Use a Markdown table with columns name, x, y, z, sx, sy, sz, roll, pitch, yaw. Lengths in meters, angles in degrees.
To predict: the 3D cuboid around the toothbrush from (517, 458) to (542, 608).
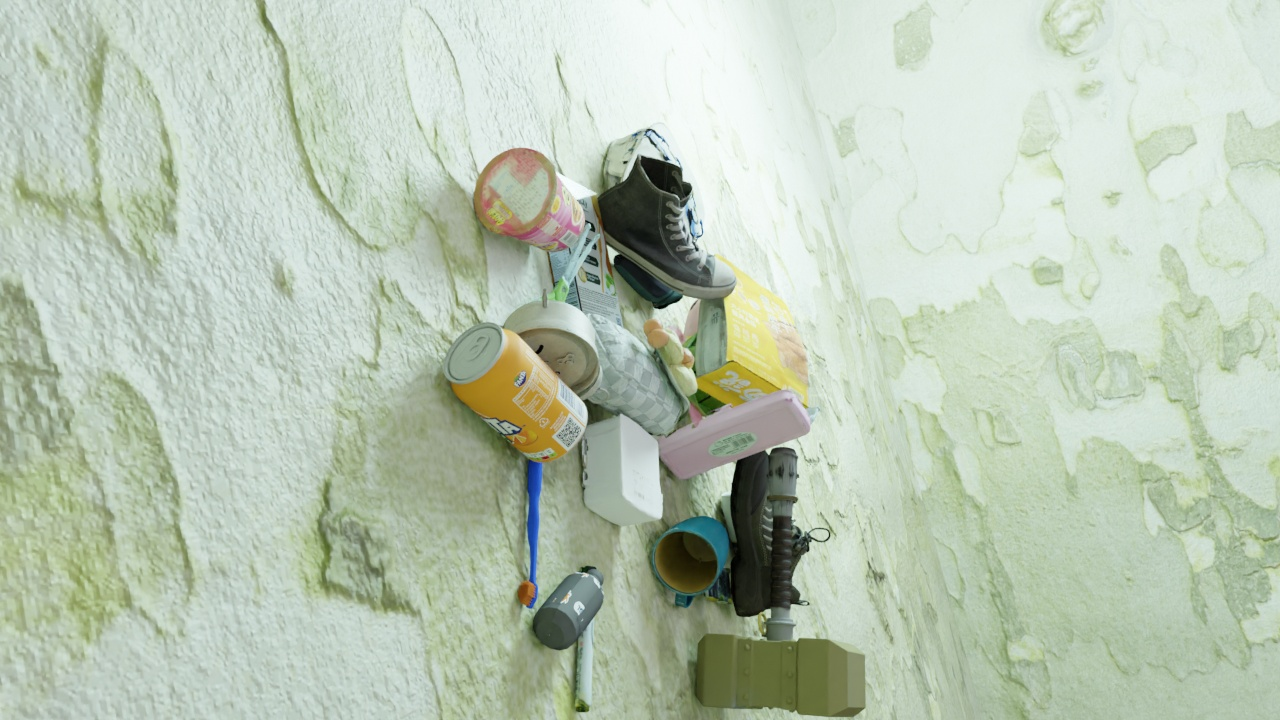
| name | x | y | z | sx | sy | sz | roll | pitch | yaw |
| --- | --- | --- | --- | --- | --- | --- | --- | --- | --- |
| toothbrush | -0.107 | 0.151 | 0.898 | 0.018 | 0.016 | 0.182 | 36 | 44 | -46 |

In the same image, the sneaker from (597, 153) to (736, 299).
| name | x | y | z | sx | sy | sz | roll | pitch | yaw |
| --- | --- | --- | --- | --- | --- | --- | --- | --- | --- |
| sneaker | 0.054 | -0.173 | 1.218 | 0.234 | 0.120 | 0.095 | 34 | 39 | -17 |

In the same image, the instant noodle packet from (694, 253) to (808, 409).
| name | x | y | z | sx | sy | sz | roll | pitch | yaw |
| --- | --- | --- | --- | --- | --- | --- | --- | --- | --- |
| instant noodle packet | 0.159 | -0.035 | 1.314 | 0.163 | 0.084 | 0.221 | 29 | 46 | -29 |

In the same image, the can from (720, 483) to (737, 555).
| name | x | y | z | sx | sy | sz | roll | pitch | yaw |
| --- | --- | --- | --- | --- | --- | --- | --- | --- | --- |
| can | 0.159 | 0.240 | 1.352 | 0.064 | 0.064 | 0.127 | -10 | 84 | -66 |

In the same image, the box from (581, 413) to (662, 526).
| name | x | y | z | sx | sy | sz | roll | pitch | yaw |
| --- | --- | --- | --- | --- | --- | --- | --- | --- | --- |
| box | -0.030 | 0.130 | 1.052 | 0.102 | 0.076 | 0.107 | 38 | 39 | -49 |

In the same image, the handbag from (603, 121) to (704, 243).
| name | x | y | z | sx | sy | sz | roll | pitch | yaw |
| --- | --- | --- | --- | --- | --- | --- | --- | --- | --- |
| handbag | 0.020 | -0.236 | 1.342 | 0.201 | 0.093 | 0.199 | 58 | 36 | -32 |

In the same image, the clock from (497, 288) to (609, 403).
| name | x | y | z | sx | sy | sz | roll | pitch | yaw |
| --- | --- | --- | --- | --- | --- | --- | --- | --- | --- |
| clock | -0.083 | -0.004 | 0.945 | 0.157 | 0.104 | 0.061 | 46 | 29 | -38 |

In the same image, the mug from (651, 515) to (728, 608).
| name | x | y | z | sx | sy | sz | roll | pitch | yaw |
| --- | --- | --- | --- | --- | --- | --- | --- | --- | --- |
| mug | 0.066 | 0.251 | 1.144 | 0.104 | 0.084 | 0.112 | -20 | 121 | -71 |

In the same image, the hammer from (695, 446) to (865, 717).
| name | x | y | z | sx | sy | sz | roll | pitch | yaw |
| --- | --- | --- | --- | --- | --- | --- | --- | --- | --- |
| hammer | 0.178 | 0.270 | 1.156 | 0.100 | 0.191 | 0.324 | 33 | 56 | -55 |

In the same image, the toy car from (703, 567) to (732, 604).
| name | x | y | z | sx | sy | sz | roll | pitch | yaw |
| --- | --- | --- | --- | --- | --- | --- | --- | --- | --- |
| toy car | 0.101 | 0.300 | 1.228 | 0.105 | 0.033 | 0.048 | 47 | 36 | -66 |

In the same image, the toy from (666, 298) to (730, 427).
| name | x | y | z | sx | sy | sz | roll | pitch | yaw |
| --- | --- | --- | --- | --- | --- | --- | --- | --- | --- |
| toy | 0.100 | 0.008 | 1.350 | 0.190 | 0.088 | 0.237 | 38 | 48 | -41 |

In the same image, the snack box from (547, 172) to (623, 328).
| name | x | y | z | sx | sy | sz | roll | pitch | yaw |
| --- | --- | --- | --- | --- | --- | --- | --- | --- | --- |
| snack box | -0.075 | -0.128 | 1.127 | 0.101 | 0.032 | 0.186 | 12 | 64 | -63 |

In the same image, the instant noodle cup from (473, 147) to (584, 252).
| name | x | y | z | sx | sy | sz | roll | pitch | yaw |
| --- | --- | --- | --- | --- | --- | --- | --- | --- | --- |
| instant noodle cup | -0.114 | -0.167 | 1.006 | 0.108 | 0.098 | 0.097 | 30 | 48 | -68 |

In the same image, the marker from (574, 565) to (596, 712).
| name | x | y | z | sx | sy | sz | roll | pitch | yaw |
| --- | --- | --- | --- | --- | --- | --- | --- | --- | --- |
| marker | -0.055 | 0.279 | 0.927 | 0.017 | 0.017 | 0.146 | 45 | 37 | -46 |

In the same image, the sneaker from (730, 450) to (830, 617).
| name | x | y | z | sx | sy | sz | roll | pitch | yaw |
| --- | --- | --- | --- | --- | --- | --- | --- | --- | --- |
| sneaker | 0.197 | 0.236 | 1.268 | 0.101 | 0.143 | 0.238 | -17 | 106 | -87 |

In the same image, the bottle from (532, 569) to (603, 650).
| name | x | y | z | sx | sy | sz | roll | pitch | yaw |
| --- | --- | --- | --- | --- | --- | --- | --- | --- | --- |
| bottle | -0.065 | 0.238 | 0.895 | 0.047 | 0.047 | 0.112 | 69 | 24 | -9 |

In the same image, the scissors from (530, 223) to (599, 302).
| name | x | y | z | sx | sy | sz | roll | pitch | yaw |
| --- | --- | --- | --- | --- | --- | --- | --- | --- | --- |
| scissors | -0.083 | -0.076 | 1.019 | 0.078 | 0.033 | 0.175 | 48 | 63 | -36 |

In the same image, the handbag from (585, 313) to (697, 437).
| name | x | y | z | sx | sy | sz | roll | pitch | yaw |
| --- | --- | --- | --- | --- | --- | --- | --- | --- | --- |
| handbag | -0.006 | 0.006 | 1.067 | 0.171 | 0.123 | 0.112 | 32 | 27 | -51 |

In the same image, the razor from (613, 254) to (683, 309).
| name | x | y | z | sx | sy | sz | roll | pitch | yaw |
| --- | --- | --- | --- | --- | --- | --- | --- | --- | --- |
| razor | 0.008 | -0.114 | 1.288 | 0.143 | 0.047 | 0.052 | 35 | 68 | -50 |

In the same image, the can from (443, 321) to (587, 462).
| name | x | y | z | sx | sy | sz | roll | pitch | yaw |
| --- | --- | --- | --- | --- | --- | --- | --- | --- | --- |
| can | -0.117 | 0.032 | 0.875 | 0.142 | 0.079 | 0.079 | 49 | 33 | -42 |

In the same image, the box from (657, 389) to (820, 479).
| name | x | y | z | sx | sy | sz | roll | pitch | yaw |
| --- | --- | --- | --- | --- | --- | --- | --- | --- | --- |
| box | 0.134 | 0.105 | 1.215 | 0.149 | 0.202 | 0.073 | 30 | 42 | -56 |
